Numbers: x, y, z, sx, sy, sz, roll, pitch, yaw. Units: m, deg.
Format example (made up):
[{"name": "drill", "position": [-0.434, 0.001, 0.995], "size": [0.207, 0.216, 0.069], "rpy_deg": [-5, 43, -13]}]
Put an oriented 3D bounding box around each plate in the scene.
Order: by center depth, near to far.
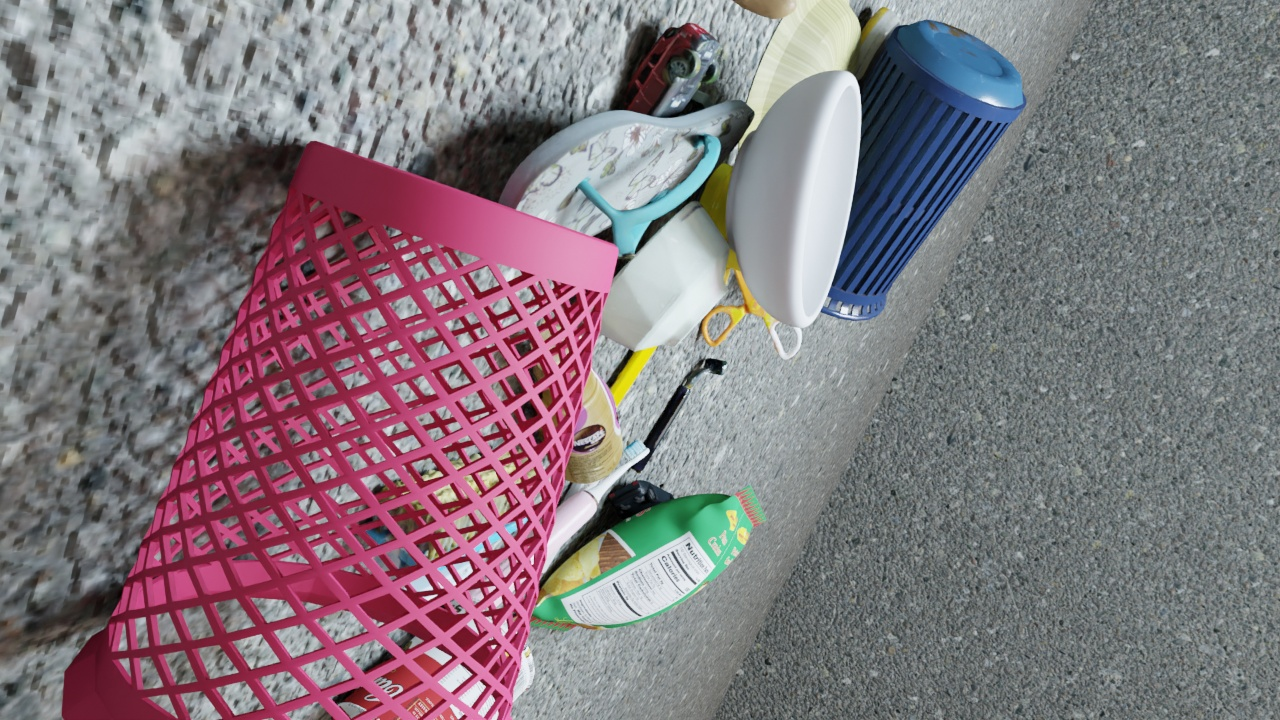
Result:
[{"name": "plate", "position": [0.149, -0.235, 0.787], "size": [0.183, 0.036, 0.185], "rpy_deg": [-49, 157, -29]}]

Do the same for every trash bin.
[{"name": "trash bin", "position": [0.229, -0.173, 0.843], "size": [0.138, 0.139, 0.250], "rpy_deg": [-37, 161, -47]}]

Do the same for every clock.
[{"name": "clock", "position": [0.081, -0.125, 0.747], "size": [0.118, 0.057, 0.083], "rpy_deg": [-64, 162, -16]}]

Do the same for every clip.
[{"name": "clip", "position": [0.048, -0.173, 0.652], "size": [0.078, 0.023, 0.051], "rpy_deg": [-21, 138, -57]}]

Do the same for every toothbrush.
[{"name": "toothbrush", "position": [-0.065, 0.136, 0.770], "size": [0.221, 0.026, 0.027], "rpy_deg": [-40, -176, -35]}]

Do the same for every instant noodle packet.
[{"name": "instant noodle packet", "position": [0.009, 0.206, 0.924], "size": [0.253, 0.090, 0.195], "rpy_deg": [-29, 158, 1]}]

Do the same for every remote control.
[{"name": "remote control", "position": [-0.062, 0.129, 0.814], "size": [0.131, 0.012, 0.033], "rpy_deg": [-59, 158, -3]}]

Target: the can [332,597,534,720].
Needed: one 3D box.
[{"name": "can", "position": [-0.145, 0.239, 0.655], "size": [0.116, 0.087, 0.087], "rpy_deg": [-38, 151, -45]}]

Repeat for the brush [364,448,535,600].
[{"name": "brush", "position": [-0.114, 0.105, 0.589], "size": [0.135, 0.055, 0.075], "rpy_deg": [-18, 130, -62]}]

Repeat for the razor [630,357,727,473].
[{"name": "razor", "position": [0.035, 0.053, 0.934], "size": [0.144, 0.022, 0.043], "rpy_deg": [-53, -161, -10]}]

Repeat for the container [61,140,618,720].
[{"name": "container", "position": [-0.105, 0.040, 0.379], "size": [0.183, 0.183, 0.226], "rpy_deg": [3, 107, -68]}]

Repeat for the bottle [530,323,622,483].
[{"name": "bottle", "position": [-0.048, 0.029, 0.641], "size": [0.059, 0.060, 0.166], "rpy_deg": [-52, 158, -23]}]

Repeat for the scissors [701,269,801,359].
[{"name": "scissors", "position": [0.114, -0.049, 0.879], "size": [0.126, 0.128, 0.011], "rpy_deg": [-50, -173, 30]}]

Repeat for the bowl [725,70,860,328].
[{"name": "bowl", "position": [0.103, -0.115, 0.647], "size": [0.176, 0.066, 0.176], "rpy_deg": [13, 89, -71]}]

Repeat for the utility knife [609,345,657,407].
[{"name": "utility knife", "position": [-0.005, 0.005, 0.773], "size": [0.190, 0.018, 0.030], "rpy_deg": [-59, 156, -14]}]

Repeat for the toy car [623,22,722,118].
[{"name": "toy car", "position": [0.013, -0.161, 0.558], "size": [0.091, 0.036, 0.042], "rpy_deg": [-57, 166, 26]}]

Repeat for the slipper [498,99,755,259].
[{"name": "slipper", "position": [0.007, -0.098, 0.541], "size": [0.098, 0.055, 0.268], "rpy_deg": [-48, 173, 32]}]

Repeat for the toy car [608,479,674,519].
[{"name": "toy car", "position": [0.003, 0.145, 0.951], "size": [0.046, 0.034, 0.112], "rpy_deg": [-29, 156, 10]}]

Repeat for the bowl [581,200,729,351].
[{"name": "bowl", "position": [0.021, -0.049, 0.640], "size": [0.117, 0.061, 0.117], "rpy_deg": [-47, 179, -1]}]

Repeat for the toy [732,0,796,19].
[{"name": "toy", "position": [0.065, -0.248, 0.493], "size": [0.108, 0.106, 0.134], "rpy_deg": [-66, 158, -16]}]

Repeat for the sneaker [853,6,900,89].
[{"name": "sneaker", "position": [0.257, -0.231, 0.931], "size": [0.085, 0.122, 0.239], "rpy_deg": [-52, 160, -26]}]
